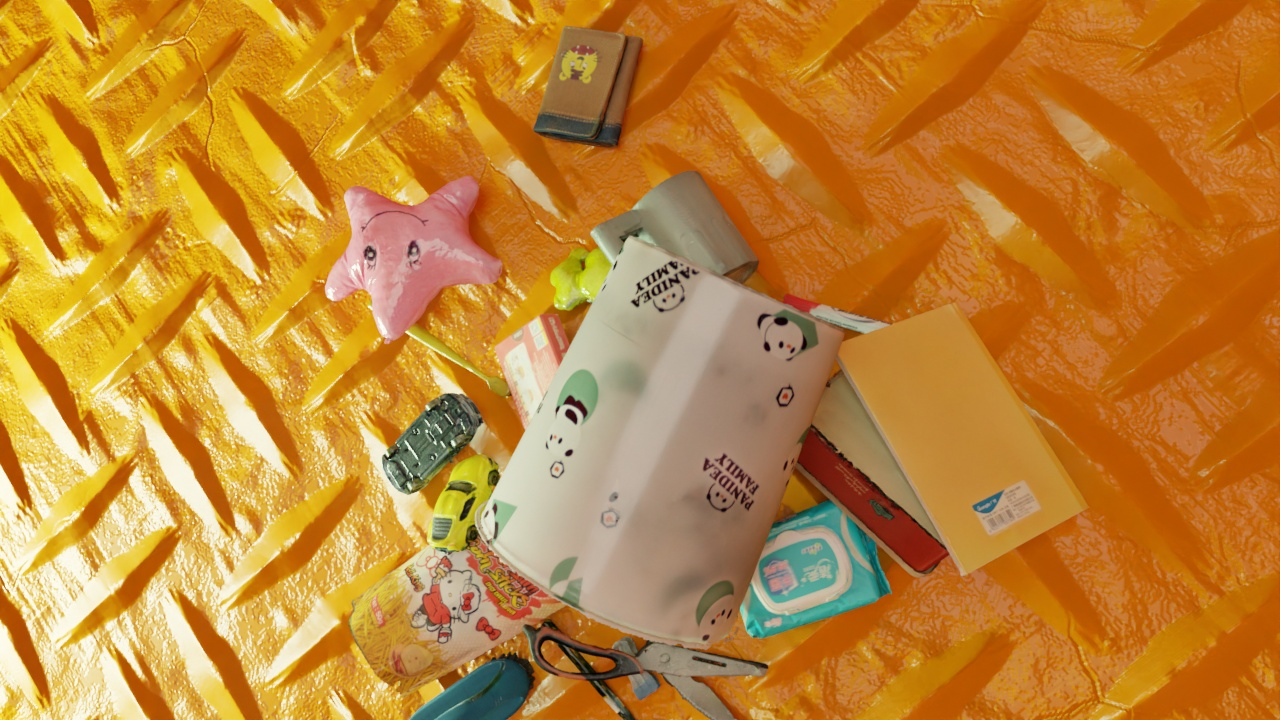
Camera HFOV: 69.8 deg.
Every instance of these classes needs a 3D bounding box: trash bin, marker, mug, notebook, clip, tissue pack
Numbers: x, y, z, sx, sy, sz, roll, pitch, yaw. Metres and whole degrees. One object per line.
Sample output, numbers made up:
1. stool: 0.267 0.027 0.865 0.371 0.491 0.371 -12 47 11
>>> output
1. trash bin: 0.023 0.053 0.722 0.230 0.229 0.252 25 97 16
2. marker: 0.199 -0.033 0.831 0.145 0.017 0.017 17 88 16
3. mug: 0.033 -0.100 0.839 0.123 0.084 0.103 -29 77 -23
4. notebook: 0.262 0.055 0.756 0.145 0.010 0.206 -19 71 -25
5. clip: -0.005 0.283 0.847 0.025 0.036 0.058 -33 77 11
6. tissue pack: 0.145 0.180 0.803 0.133 0.050 0.093 -23 77 11

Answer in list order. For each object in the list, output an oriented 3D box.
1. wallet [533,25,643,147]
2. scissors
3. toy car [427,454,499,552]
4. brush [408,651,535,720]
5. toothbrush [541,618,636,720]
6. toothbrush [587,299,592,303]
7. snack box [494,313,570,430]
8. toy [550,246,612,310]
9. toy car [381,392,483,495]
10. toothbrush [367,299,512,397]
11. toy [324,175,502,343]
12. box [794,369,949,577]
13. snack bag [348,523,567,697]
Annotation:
1. wallet: -0.052 -0.274 0.920 0.090 0.033 0.115 13 84 17
2. scissors: 0.001 0.258 0.834 0.189 0.015 0.226 -24 70 -8
3. toy car: -0.172 0.134 0.882 0.048 0.032 0.105 -2 51 27
4. brush: -0.165 0.330 0.856 0.144 0.073 0.055 -36 83 8
5. toothbrush: -0.030 0.313 0.851 0.186 0.017 0.012 45 103 15
6. toothbrush: 0.032 -0.045 0.879 0.192 0.018 0.016 13 92 18
7. snack box: -0.085 0.039 0.879 0.075 0.025 0.153 -32 74 38
8. toy: -0.042 -0.082 0.882 0.100 0.031 0.096 -25 50 14
9. toy car: -0.209 0.083 0.918 0.121 0.036 0.054 -44 75 17
10. toothbrush: -0.204 -0.014 0.938 0.190 0.016 0.016 31 93 18
11. toy: -0.228 -0.101 0.921 0.195 0.074 0.178 1 75 16
12. box: 0.208 0.086 0.766 0.168 0.078 0.091 44 58 15
13. snack bag: -0.169 0.223 0.883 0.208 0.073 0.128 -32 76 2
